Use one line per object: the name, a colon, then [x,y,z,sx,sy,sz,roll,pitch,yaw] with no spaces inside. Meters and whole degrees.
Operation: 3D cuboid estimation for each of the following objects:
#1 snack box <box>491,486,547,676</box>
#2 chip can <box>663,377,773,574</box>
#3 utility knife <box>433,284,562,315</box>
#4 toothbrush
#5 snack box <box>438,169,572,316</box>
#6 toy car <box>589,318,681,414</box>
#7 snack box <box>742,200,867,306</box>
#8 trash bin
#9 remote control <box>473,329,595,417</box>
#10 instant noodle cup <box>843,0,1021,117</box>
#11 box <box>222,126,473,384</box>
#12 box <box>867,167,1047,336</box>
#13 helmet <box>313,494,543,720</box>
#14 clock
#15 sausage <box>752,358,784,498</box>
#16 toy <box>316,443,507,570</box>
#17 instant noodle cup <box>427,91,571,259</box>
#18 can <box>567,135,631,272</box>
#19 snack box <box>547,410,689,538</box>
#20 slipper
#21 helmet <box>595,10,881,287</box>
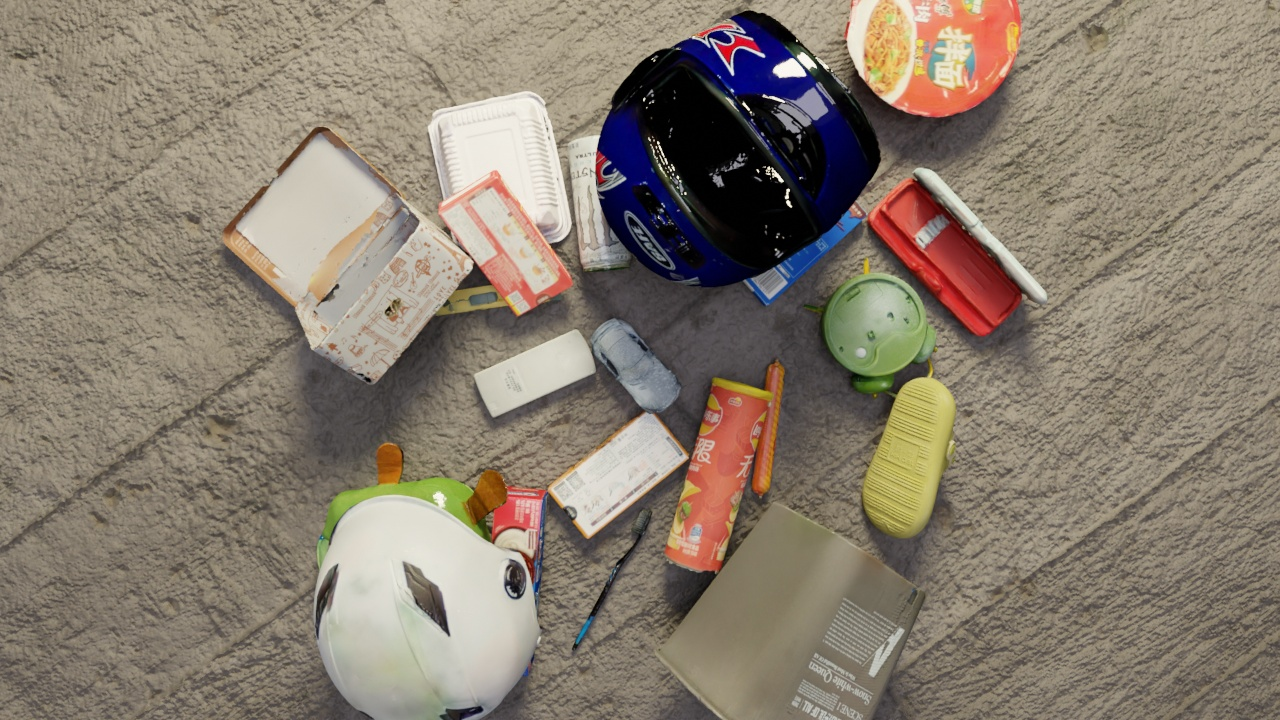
snack box: [-0.142,0.252,1.049,0.058,0.057,0.207,5,93,0]
chip can: [0.087,0.129,1.045,0.073,0.073,0.216,16,93,-3]
utility knife: [-0.188,-0.069,1.053,0.195,0.020,0.031,-9,90,2]
toothbrush: [-0.036,0.257,1.075,0.016,0.014,0.189,29,92,-3]
snack box: [-0.144,-0.124,0.995,0.075,0.025,0.153,-29,122,9]
toy car: [-0.006,0.006,1.042,0.054,0.037,0.120,-41,80,-1]
snack box: [0.174,-0.145,1.055,0.157,0.026,0.084,-42,94,0]
trash bin: [0.170,0.294,0.987,0.199,0.199,0.219,36,83,-29]
remote control: [-0.120,0.014,1.055,0.135,0.019,0.056,-25,94,-1]
instant noodle cup: [0.319,-0.365,1.031,0.194,0.066,0.194,0,94,-3]
box: [-0.317,-0.116,1.005,0.272,0.130,0.179,42,91,25]
box: [0.359,-0.123,1.027,0.095,0.101,0.201,-45,93,-1]
helmet: [-0.228,0.276,0.922,0.229,0.145,0.259,-7,123,16]
clock: [0.272,-0.027,1.051,0.116,0.056,0.161,-37,94,1]
sausage: [0.149,0.080,1.069,0.021,0.021,0.165,7,93,-3]
toy: [-0.243,0.185,1.005,0.247,0.089,0.227,0,117,16]
instant noodle cup: [-0.158,-0.209,1.023,0.138,0.060,0.173,-12,95,-2]
can: [-0.045,-0.174,1.029,0.058,0.058,0.147,-6,93,-2]
snack box: [-0.026,0.129,1.062,0.153,0.026,0.075,-39,93,0]
slipper: [0.321,0.112,1.043,0.081,0.092,0.191,1,108,-32]
helmet: [0.075,-0.189,0.906,0.240,0.315,0.247,-41,106,9]
